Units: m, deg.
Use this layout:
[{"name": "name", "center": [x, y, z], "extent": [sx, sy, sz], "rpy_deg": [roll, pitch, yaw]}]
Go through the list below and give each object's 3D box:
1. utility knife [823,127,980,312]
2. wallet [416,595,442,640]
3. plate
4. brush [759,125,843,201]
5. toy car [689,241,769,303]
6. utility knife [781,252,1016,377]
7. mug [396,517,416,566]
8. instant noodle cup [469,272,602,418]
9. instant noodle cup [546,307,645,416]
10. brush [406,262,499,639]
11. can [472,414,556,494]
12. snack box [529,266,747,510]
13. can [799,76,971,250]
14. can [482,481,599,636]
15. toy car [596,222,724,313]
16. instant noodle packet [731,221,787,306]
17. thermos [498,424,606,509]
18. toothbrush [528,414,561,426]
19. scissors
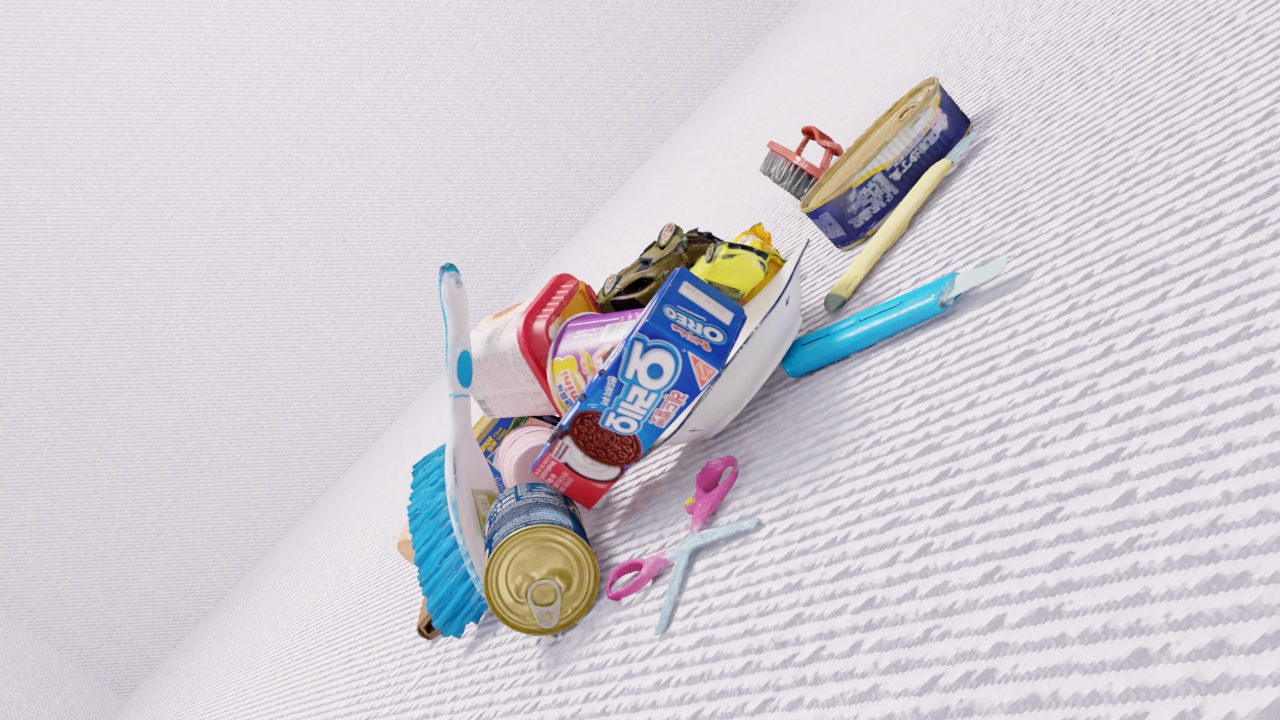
[{"name": "utility knife", "center": [0.188, -0.104, 0.668], "extent": [0.183, 0.019, 0.031], "rpy_deg": [-54, 18, -7]}, {"name": "wallet", "center": [-0.169, 0.198, 0.858], "extent": [0.090, 0.033, 0.115], "rpy_deg": [-47, 14, 10]}, {"name": "plate", "center": [0.066, 0.003, 0.650], "extent": [0.163, 0.034, 0.165], "rpy_deg": [-54, 4, -38]}, {"name": "brush", "center": [0.167, -0.199, 0.923], "extent": [0.069, 0.063, 0.145], "rpy_deg": [-57, 11, 15]}, {"name": "toy car", "center": [0.063, -0.059, 0.720], "extent": [0.105, 0.048, 0.032], "rpy_deg": [133, 148, -62]}, {"name": "utility knife", "center": [0.149, -0.026, 0.555], "extent": [0.183, 0.018, 0.034], "rpy_deg": [-29, 19, 53]}, {"name": "mug", "center": [-0.211, 0.165, 1.005], "extent": [0.078, 0.078, 0.122], "rpy_deg": [-34, 23, 44]}, {"name": "instant noodle cup", "center": [-0.098, -0.004, 0.851], "extent": [0.124, 0.117, 0.116], "rpy_deg": [-12, 29, 31]}, {"name": "instant noodle cup", "center": [-0.005, 0.004, 0.767], "extent": [0.099, 0.111, 0.111], "rpy_deg": [-13, 33, 43]}, {"name": "brush", "center": [-0.159, 0.067, 0.784], "extent": [0.110, 0.060, 0.314], "rpy_deg": [-42, 53, 33]}, {"name": "can", "center": [-0.130, 0.087, 0.950], "extent": [0.101, 0.083, 0.057], "rpy_deg": [-52, 14, -25]}, {"name": "snack box", "center": [-0.008, 0.026, 0.614], "extent": [0.208, 0.058, 0.057], "rpy_deg": [-51, 6, 48]}, {"name": "can", "center": [0.196, -0.156, 0.734], "extent": [0.148, 0.049, 0.074], "rpy_deg": [-46, 13, 0]}, {"name": "can", "center": [-0.073, 0.134, 0.644], "extent": [0.075, 0.075, 0.111], "rpy_deg": [-46, 13, -1]}, {"name": "toy car", "center": [0.021, -0.065, 0.793], "extent": [0.159, 0.070, 0.042], "rpy_deg": [-35, 40, 48]}, {"name": "instant noodle packet", "center": [0.079, -0.062, 0.831], "extent": [0.128, 0.044, 0.110], "rpy_deg": [-47, 19, 14]}, {"name": "thermos", "center": [-0.080, 0.095, 0.797], "extent": [0.067, 0.087, 0.199], "rpy_deg": [-63, 9, -7]}, {"name": "toothbrush", "center": [-0.077, 0.056, 0.859], "extent": [0.189, 0.014, 0.016], "rpy_deg": [14, 37, 43]}, {"name": "scissors", "center": [0.025, 0.110, 0.551], "extent": [0.134, 0.017, 0.133], "rpy_deg": [-31, 23, 38]}]
